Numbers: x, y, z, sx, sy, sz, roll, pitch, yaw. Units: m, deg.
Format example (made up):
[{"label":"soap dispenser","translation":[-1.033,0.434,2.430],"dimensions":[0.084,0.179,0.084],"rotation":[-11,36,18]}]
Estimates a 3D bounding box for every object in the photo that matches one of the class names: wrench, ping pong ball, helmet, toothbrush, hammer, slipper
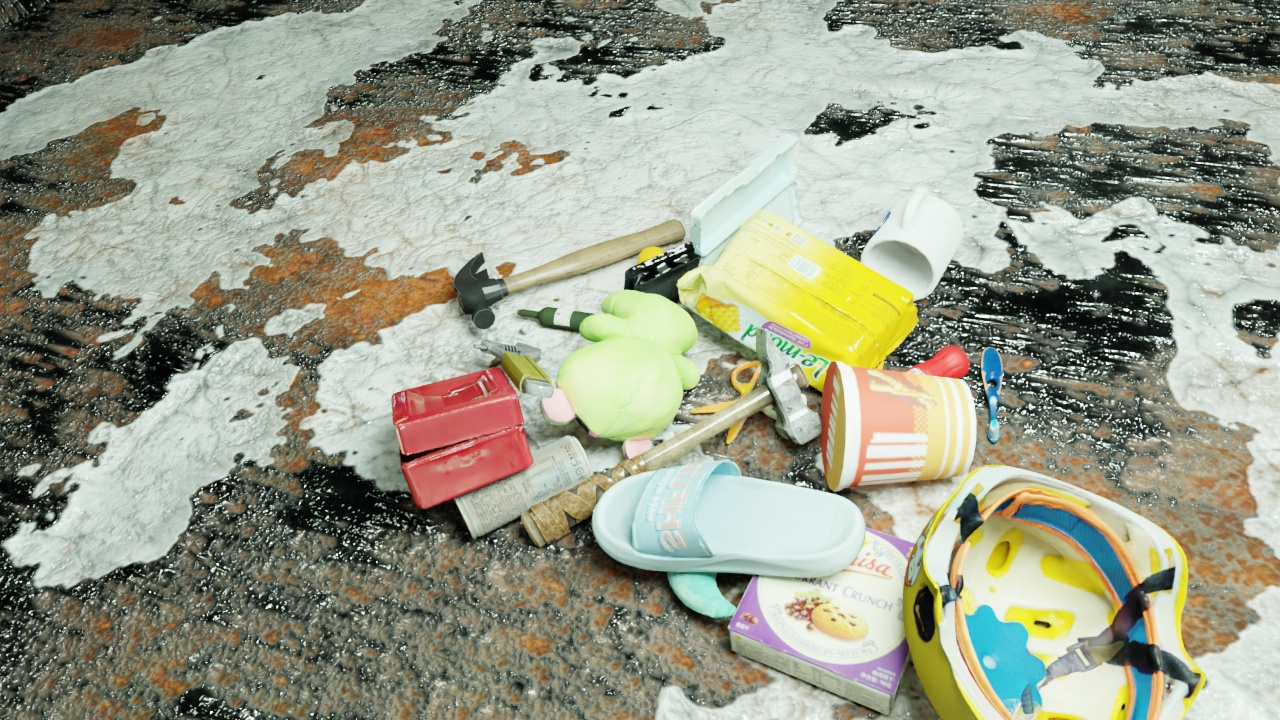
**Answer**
[{"label":"wrench","translation":[-0.126,0.005,0.974],"dimensions":[0.083,0.018,0.273],"rotation":[11,7,-19]},{"label":"ping pong ball","translation":[0.016,-0.124,1.163],"dimensions":[0.040,0.040,0.040],"rotation":[-6,44,5]},{"label":"helmet","translation":[0.290,0.212,0.698],"dimensions":[0.209,0.140,0.239],"rotation":[19,59,-3]},{"label":"toothbrush","translation":[0.366,0.031,0.955],"dimensions":[0.021,0.017,0.134],"rotation":[6,47,14]},{"label":"hammer","translation":[0.028,0.089,0.915],"dimensions":[0.318,0.121,0.049],"rotation":[-29,9,-7]},{"label":"slipper","translation":[0.074,0.133,0.816],"dimensions":[0.246,0.074,0.103],"rotation":[2,42,22]},{"label":"hammer","translation":[-0.087,-0.127,1.181],"dimensions":[0.305,0.040,0.132],"rotation":[-20,36,-15]}]

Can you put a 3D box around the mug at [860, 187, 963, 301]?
[{"label":"mug","translation":[0.317,-0.143,1.065],"dimensions":[0.091,0.121,0.089],"rotation":[20,52,26]}]

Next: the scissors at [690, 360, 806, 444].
[{"label":"scissors","translation":[0.121,0.046,0.991],"dimensions":[0.128,0.011,0.125],"rotation":[11,48,22]}]

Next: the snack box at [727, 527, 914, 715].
[{"label":"snack box","translation":[0.170,0.209,0.796],"dimensions":[0.143,0.041,0.147],"rotation":[15,50,25]}]

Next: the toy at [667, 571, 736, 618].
[{"label":"toy","translation":[0.067,0.187,0.840],"dimensions":[0.085,0.033,0.105],"rotation":[7,46,32]}]

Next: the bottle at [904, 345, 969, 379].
[{"label":"bottle","translation":[0.290,0.025,0.961],"dimensions":[0.118,0.036,0.036],"rotation":[-29,47,-17]}]

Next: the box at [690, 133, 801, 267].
[{"label":"box","translation":[0.132,-0.177,1.125],"dimensions":[0.041,0.135,0.196],"rotation":[30,57,32]}]

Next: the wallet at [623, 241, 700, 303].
[{"label":"wallet","translation":[0.024,-0.088,1.079],"dimensions":[0.089,0.115,0.026],"rotation":[-26,72,-13]}]

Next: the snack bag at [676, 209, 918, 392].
[{"label":"snack bag","translation":[0.182,-0.069,1.021],"dimensions":[0.247,0.068,0.159],"rotation":[33,57,17]}]

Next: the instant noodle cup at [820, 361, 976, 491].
[{"label":"instant noodle cup","translation":[0.245,0.063,0.880],"dimensions":[0.121,0.124,0.123],"rotation":[1,45,1]}]

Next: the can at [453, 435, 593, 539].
[{"label":"can","translation":[-0.118,0.126,0.926],"dimensions":[0.135,0.054,0.054],"rotation":[-25,46,-14]}]

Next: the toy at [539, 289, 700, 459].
[{"label":"toy","translation":[-0.006,0.006,0.976],"dimensions":[0.150,0.107,0.196],"rotation":[32,45,-16]}]

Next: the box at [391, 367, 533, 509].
[{"label":"box","translation":[-0.184,0.071,0.935],"dimensions":[0.129,0.092,0.157],"rotation":[-19,14,-9]}]

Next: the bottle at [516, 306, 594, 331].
[{"label":"bottle","translation":[-0.104,-0.052,1.124],"dimensions":[0.106,0.025,0.025],"rotation":[9,48,19]}]
